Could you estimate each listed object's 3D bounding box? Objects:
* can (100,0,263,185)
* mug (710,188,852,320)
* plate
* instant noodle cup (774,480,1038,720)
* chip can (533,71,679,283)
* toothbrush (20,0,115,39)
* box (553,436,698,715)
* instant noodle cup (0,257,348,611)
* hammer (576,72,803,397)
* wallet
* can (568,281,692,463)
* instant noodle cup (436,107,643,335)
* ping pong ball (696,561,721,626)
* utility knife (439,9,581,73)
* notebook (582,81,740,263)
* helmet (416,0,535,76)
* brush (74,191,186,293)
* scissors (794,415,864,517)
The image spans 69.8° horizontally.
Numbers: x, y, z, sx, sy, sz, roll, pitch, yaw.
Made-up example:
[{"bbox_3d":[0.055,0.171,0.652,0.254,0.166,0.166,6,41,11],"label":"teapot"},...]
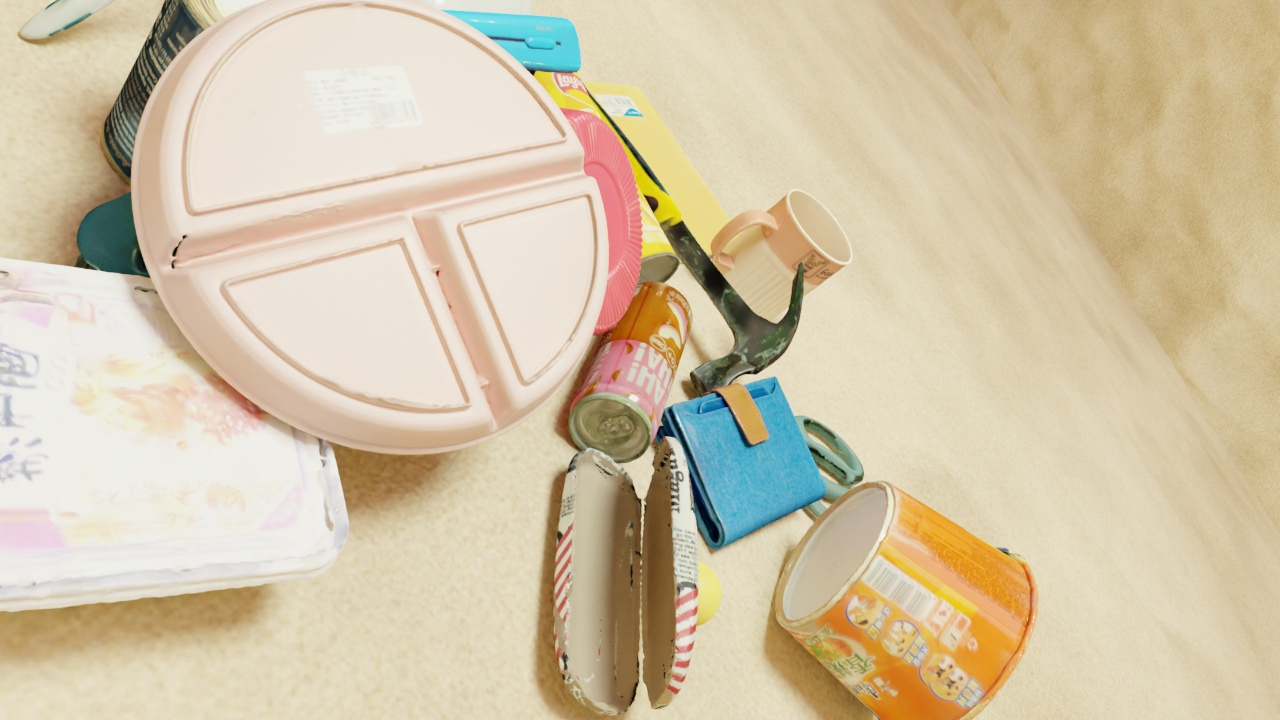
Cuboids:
[{"bbox_3d":[-0.217,-0.139,0.469,0.075,0.111,0.075,30,39,-28],"label":"can"},{"bbox_3d":[0.112,-0.093,0.819,0.114,0.106,0.081,17,46,-40],"label":"mug"},{"bbox_3d":[-0.108,-0.071,0.430,0.229,0.028,0.229,11,71,-33],"label":"plate"},{"bbox_3d":[0.171,0.160,0.621,0.111,0.152,0.151,38,35,-5],"label":"instant noodle cup"},{"bbox_3d":[-0.047,-0.148,0.717,0.072,0.072,0.213,-6,64,-52],"label":"chip can"},{"bbox_3d":[-0.245,-0.225,0.490,0.016,0.191,0.018,51,-11,14],"label":"toothbrush"},{"bbox_3d":[0.004,0.112,0.516,0.076,0.088,0.162,47,27,-34],"label":"box"},{"bbox_3d":[-0.214,0.035,0.356,0.173,0.060,0.138,5,55,-46],"label":"instant noodle cup"},{"bbox_3d":[0.015,-0.126,0.760,0.323,0.126,0.032,54,-11,16],"label":"hammer"},{"bbox_3d":[0.077,0.070,0.674,0.132,0.040,0.106,-12,75,-47],"label":"wallet"},{"bbox_3d":[-0.004,0.004,0.634,0.058,0.058,0.147,41,35,-15],"label":"can"},{"bbox_3d":[-0.053,-0.084,0.568,0.193,0.066,0.194,5,85,-64],"label":"instant noodle cup"},{"bbox_3d":[0.029,0.141,0.557,0.040,0.040,0.040,30,39,-28],"label":"ping pong ball"},{"bbox_3d":[-0.092,-0.188,0.539,0.018,0.034,0.159,17,23,35],"label":"utility knife"},{"bbox_3d":[0.014,-0.183,0.876,0.145,0.010,0.206,-20,74,-55],"label":"notebook"},{"bbox_3d":[-0.161,-0.249,0.600,0.229,0.157,0.274,-6,63,-51],"label":"helmet"},{"bbox_3d":[-0.204,-0.069,0.454,0.055,0.074,0.143,44,33,10],"label":"brush"},{"bbox_3d":[0.133,0.065,0.773,0.185,0.019,0.129,44,34,-13],"label":"scissors"}]
